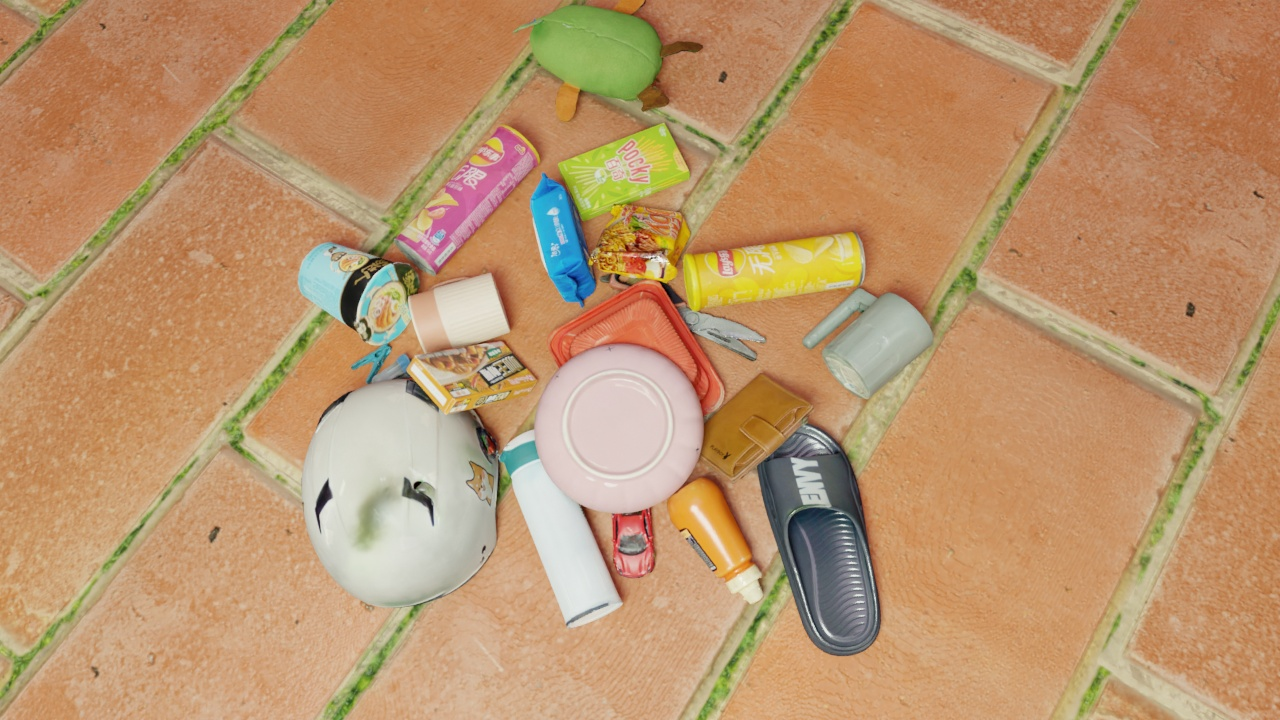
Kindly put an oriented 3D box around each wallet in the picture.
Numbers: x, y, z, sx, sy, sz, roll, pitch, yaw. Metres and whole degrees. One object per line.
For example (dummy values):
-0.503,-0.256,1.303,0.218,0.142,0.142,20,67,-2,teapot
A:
0.129,0.081,1.059,0.130,0.035,0.119,-41,32,-11,wallet

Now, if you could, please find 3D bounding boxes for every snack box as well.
-0.022,-0.252,1.221,0.156,0.026,0.085,-22,70,-5,snack box
-0.194,0.018,1.076,0.075,0.153,0.026,45,117,18,snack box

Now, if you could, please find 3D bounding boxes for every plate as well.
-0.024,0.072,1.019,0.192,0.039,0.192,0,81,2,plate

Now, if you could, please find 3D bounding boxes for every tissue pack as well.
-0.099,-0.150,1.153,0.052,0.095,0.157,-16,69,4,tissue pack

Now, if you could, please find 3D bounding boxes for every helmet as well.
-0.280,0.132,1.027,0.230,0.157,0.273,-9,69,0,helmet

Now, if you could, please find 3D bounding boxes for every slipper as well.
0.205,0.186,1.013,0.110,0.083,0.267,-11,69,-2,slipper

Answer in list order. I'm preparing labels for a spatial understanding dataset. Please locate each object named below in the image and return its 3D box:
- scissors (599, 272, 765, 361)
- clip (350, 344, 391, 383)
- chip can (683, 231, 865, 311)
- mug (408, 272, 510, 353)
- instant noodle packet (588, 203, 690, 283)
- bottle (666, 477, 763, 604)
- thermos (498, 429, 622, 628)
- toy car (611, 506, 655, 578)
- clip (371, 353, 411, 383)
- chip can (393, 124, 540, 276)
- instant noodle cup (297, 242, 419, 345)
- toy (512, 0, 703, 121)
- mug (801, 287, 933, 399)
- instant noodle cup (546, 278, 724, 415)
0.043,-0.046,1.147,0.206,0.015,0.201,-24,70,-6,scissors
-0.335,0.001,1.156,0.033,0.013,0.054,41,79,16,clip
0.162,-0.110,1.124,0.213,0.072,0.072,-8,69,-3,chip can
-0.227,-0.065,1.144,0.106,0.082,0.114,-18,40,-5,mug
0.002,-0.151,1.152,0.111,0.044,0.128,12,40,7,instant noodle packet
0.090,0.206,1.028,0.066,0.067,0.149,-32,78,-8,bottle
-0.092,0.185,1.044,0.073,0.073,0.224,-23,69,-5,thermos
-0.009,0.195,1.053,0.049,0.031,0.106,-4,71,3,toy car
-0.309,0.017,1.146,0.058,0.042,0.026,-31,72,-5,clip
-0.225,-0.209,1.195,0.071,0.071,0.210,36,76,15,chip can
-0.359,-0.091,1.147,0.120,0.111,0.111,25,73,20,instant noodle cup
-0.047,-0.418,1.252,0.247,0.090,0.226,25,72,16,toy
0.267,-0.025,1.097,0.103,0.084,0.124,-41,45,-10,mug
-0.006,0.006,1.091,0.164,0.079,0.188,-32,81,-4,instant noodle cup
